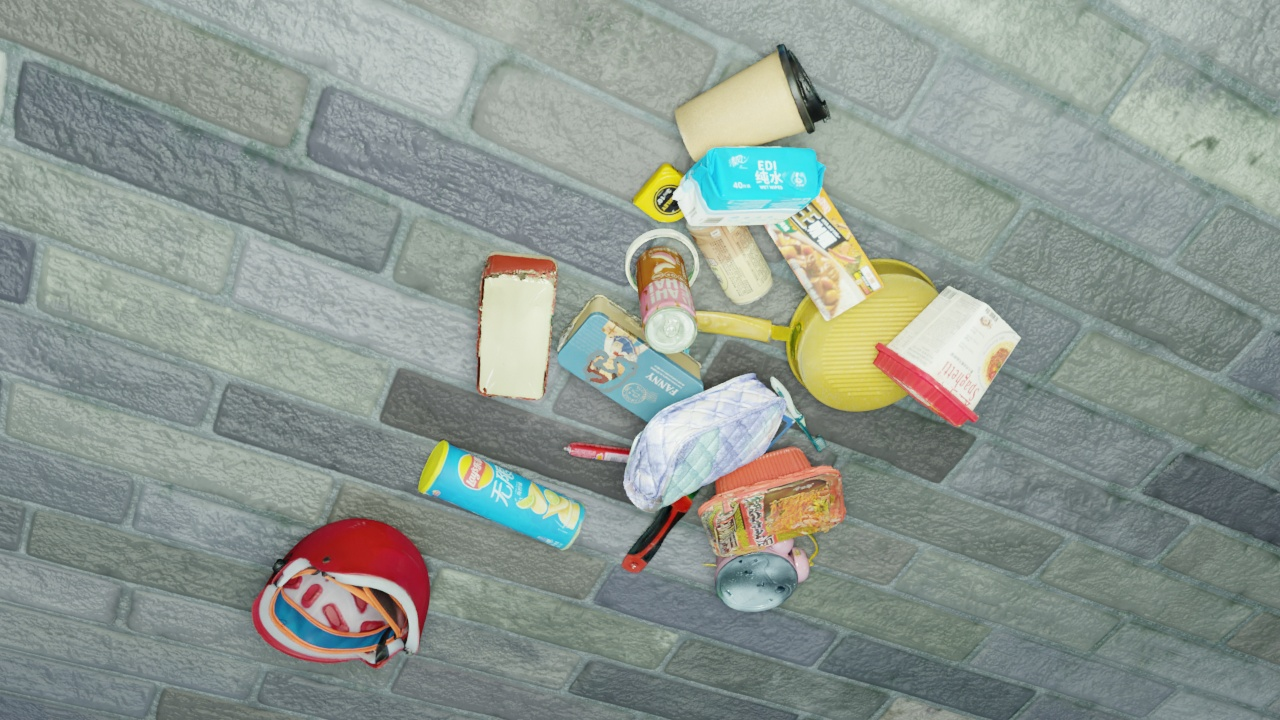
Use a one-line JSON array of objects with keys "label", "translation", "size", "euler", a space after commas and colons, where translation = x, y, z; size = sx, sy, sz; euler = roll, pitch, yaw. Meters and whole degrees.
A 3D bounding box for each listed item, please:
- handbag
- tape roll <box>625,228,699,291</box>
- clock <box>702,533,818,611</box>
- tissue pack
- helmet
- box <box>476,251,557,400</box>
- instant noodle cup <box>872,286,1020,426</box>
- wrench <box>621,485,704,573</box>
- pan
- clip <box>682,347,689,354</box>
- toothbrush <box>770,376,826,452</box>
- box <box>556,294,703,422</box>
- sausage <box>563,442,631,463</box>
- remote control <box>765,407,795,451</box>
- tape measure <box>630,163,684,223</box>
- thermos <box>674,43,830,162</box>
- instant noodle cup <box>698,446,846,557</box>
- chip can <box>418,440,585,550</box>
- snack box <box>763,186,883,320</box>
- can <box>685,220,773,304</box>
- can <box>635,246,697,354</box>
[{"label": "handbag", "translation": [0.077, 0.094, 1.089], "size": [0.193, 0.075, 0.134], "euler": [-19, 140, -37]}, {"label": "tape roll", "translation": [0.025, -0.111, 1.062], "size": [0.086, 0.013, 0.086], "euler": [-2, 122, -3]}, {"label": "clock", "translation": [0.178, 0.288, 1.304], "size": [0.159, 0.059, 0.117], "euler": [-28, 119, 15]}, {"label": "tissue pack", "translation": [0.111, -0.181, 0.944], "size": [0.140, 0.090, 0.063], "euler": [-4, 81, -18]}, {"label": "helmet", "translation": [-0.386, 0.300, 1.223], "size": [0.241, 0.143, 0.207], "euler": [-23, 122, 26]}, {"label": "box", "translation": [-0.142, -0.034, 1.062], "size": [0.091, 0.076, 0.169], "euler": [5, 123, -6]}, {"label": "instant noodle cup", "translation": [0.353, -0.008, 1.050], "size": [0.116, 0.116, 0.124], "euler": [34, 97, -28]}, {"label": "wrench", "translation": [0.040, 0.205, 1.253], "size": [0.056, 0.016, 0.274], "euler": [21, 125, -10]}, {"label": "pan", "translation": [0.195, -0.035, 1.107], "size": [0.357, 0.078, 0.198], "euler": [0, 121, -12]}, {"label": "clip", "translation": [0.050, 0.007, 1.140], "size": [0.033, 0.013, 0.054], "euler": [13, 122, -12]}, {"label": "toothbrush", "translation": [0.201, 0.069, 1.160], "size": [0.018, 0.016, 0.191], "euler": [-35, 137, 5]}, {"label": "box", "translation": [-0.007, 0.006, 1.099], "size": [0.184, 0.059, 0.090], "euler": [33, 117, -14]}, {"label": "sausage", "translation": [-0.024, 0.125, 1.206], "size": [0.155, 0.020, 0.020], "euler": [8, 122, -10]}, {"label": "remote control", "translation": [0.147, 0.102, 1.202], "size": [0.049, 0.024, 0.125], "euler": [30, 117, -21]}, {"label": "tape measure", "translation": [0.029, -0.182, 1.007], "size": [0.057, 0.028, 0.060], "euler": [34, 114, -22]}, {"label": "thermos", "translation": [0.112, -0.256, 0.935], "size": [0.143, 0.092, 0.093], "euler": [-20, 122, 17]}, {"label": "instant noodle cup", "translation": [0.170, 0.181, 1.202], "size": [0.189, 0.079, 0.165], "euler": [-16, 143, 3]}, {"label": "chip can", "translation": [-0.179, 0.179, 1.198], "size": [0.210, 0.071, 0.071], "euler": [28, 116, -20]}, {"label": "snack box", "translation": [0.199, -0.127, 1.022], "size": [0.075, 0.026, 0.154], "euler": [-32, 94, 17]}, {"label": "can", "translation": [0.101, -0.123, 1.033], "size": [0.058, 0.058, 0.116], "euler": [-27, 120, 12]}, {"label": "can", "translation": [0.027, -0.068, 0.992], "size": [0.058, 0.147, 0.058], "euler": [-2, 122, -3]}]
